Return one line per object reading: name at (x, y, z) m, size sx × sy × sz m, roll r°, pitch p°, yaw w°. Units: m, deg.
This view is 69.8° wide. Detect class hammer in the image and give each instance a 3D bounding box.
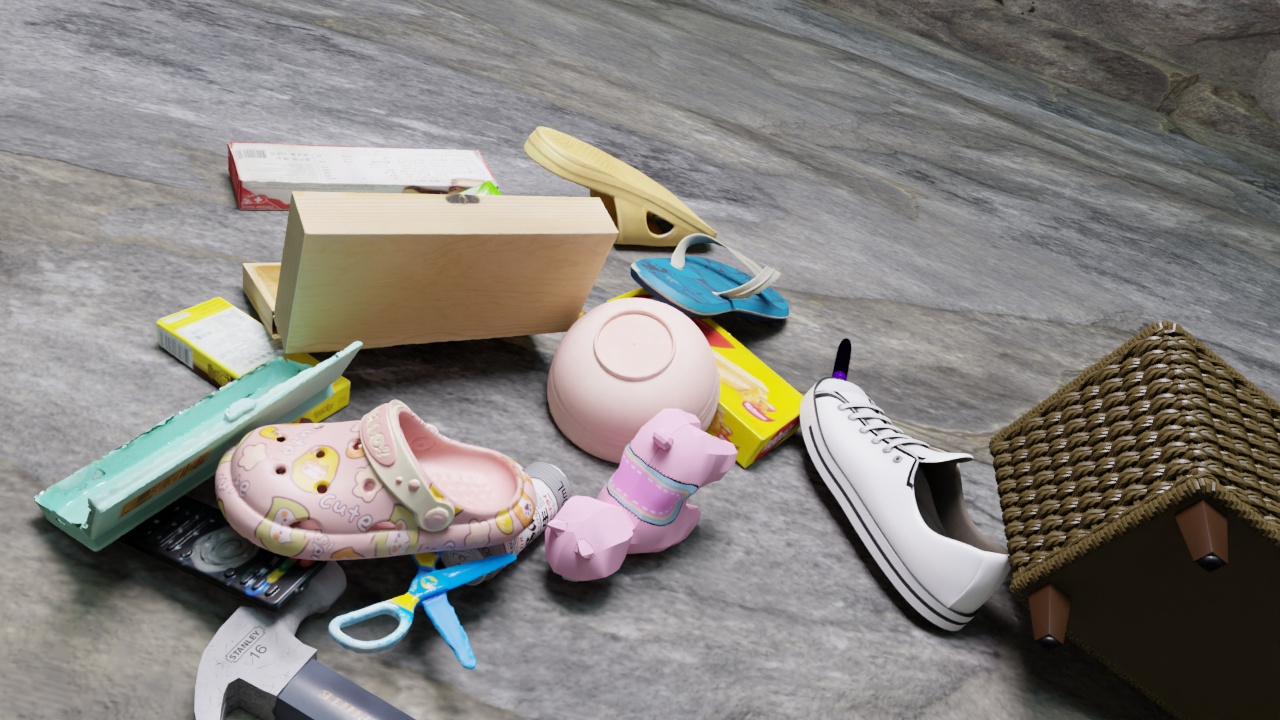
hammer at (-0.102, 0.227, 0.506) m, size 0.312 × 0.035 × 0.139 m, roll 26°, pitch 37°, yaw 10°

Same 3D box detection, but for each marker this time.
marker at (0.212, 0.012, 0.968) m, size 0.018 × 0.015 × 0.133 m, roll 45°, pitch 33°, yaw -11°

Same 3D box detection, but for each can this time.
can at (-0.093, 0.114, 0.655) m, size 0.044 × 0.044 × 0.106 m, roll 30°, pitch 36°, yaw 16°

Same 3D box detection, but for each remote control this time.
remote control at (-0.260, 0.116, 0.563) m, size 0.140 × 0.021 × 0.045 m, roll 15°, pitch 37°, yaw 22°

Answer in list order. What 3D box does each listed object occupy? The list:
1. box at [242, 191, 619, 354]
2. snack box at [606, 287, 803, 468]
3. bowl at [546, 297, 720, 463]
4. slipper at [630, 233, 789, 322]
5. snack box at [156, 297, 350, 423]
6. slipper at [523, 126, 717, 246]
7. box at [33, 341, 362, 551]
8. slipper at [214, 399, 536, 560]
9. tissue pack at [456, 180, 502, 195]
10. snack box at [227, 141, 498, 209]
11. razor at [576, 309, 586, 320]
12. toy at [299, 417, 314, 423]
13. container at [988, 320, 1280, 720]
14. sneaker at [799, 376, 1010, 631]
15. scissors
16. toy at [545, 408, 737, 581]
box at (-0.181, -0.066, 0.772) m, size 0.247 × 0.118 × 0.253 m, roll -4°, pitch 0°, yaw -32°
snack box at (0.057, 0.006, 0.861) m, size 0.200 × 0.042 × 0.091 m, roll 42°, pitch 40°, yaw 20°
bowl at (-0.005, 0.004, 0.770) m, size 0.153 × 0.076 × 0.152 m, roll 1°, pitch 59°, yaw -2°
slipper at (0.081, -0.089, 0.932) m, size 0.118 × 0.060 × 0.294 m, roll 33°, pitch 17°, yaw 20°
snack box at (-0.306, 0.003, 0.725) m, size 0.149 × 0.026 × 0.061 m, roll 30°, pitch 35°, yaw 16°
slipper at (-0.029, -0.185, 1.068) m, size 0.263 × 0.078 × 0.099 m, roll 20°, pitch 26°, yaw -37°
box at (-0.276, 0.049, 0.592) m, size 0.139 × 0.055 × 0.186 m, roll -2°, pitch 29°, yaw 43°
slipper at (-0.154, 0.069, 0.566) m, size 0.197 × 0.082 × 0.093 m, roll 8°, pitch 36°, yaw -23°
tissue pack at (-0.199, -0.134, 0.910) m, size 0.114 × 0.034 × 0.099 m, roll -14°, pitch 26°, yaw 24°
snack box at (-0.295, -0.196, 0.994) m, size 0.272 × 0.044 × 0.076 m, roll -6°, pitch 47°, yaw -31°
razor at (-0.068, -0.051, 0.916) m, size 0.144 × 0.021 × 0.044 m, roll 34°, pitch 20°, yaw 22°
toy at (-0.235, 0.092, 0.623) m, size 0.065 × 0.050 × 0.102 m, roll 18°, pitch 52°, yaw 35°
container at (0.428, 0.168, 0.651) m, size 0.321 × 0.177 × 0.204 m, roll 36°, pitch 40°, yaw -5°
sneaker at (0.222, 0.092, 0.763) m, size 0.091 × 0.097 × 0.245 m, roll 13°, pitch 37°, yaw -32°
scissors at (-0.133, 0.138, 0.564) m, size 0.126 × 0.013 × 0.125 m, roll -18°, pitch 50°, yaw -33°
toy at (-0.001, 0.098, 0.667) m, size 0.067 × 0.123 × 0.157 m, roll 37°, pitch 23°, yaw 24°
